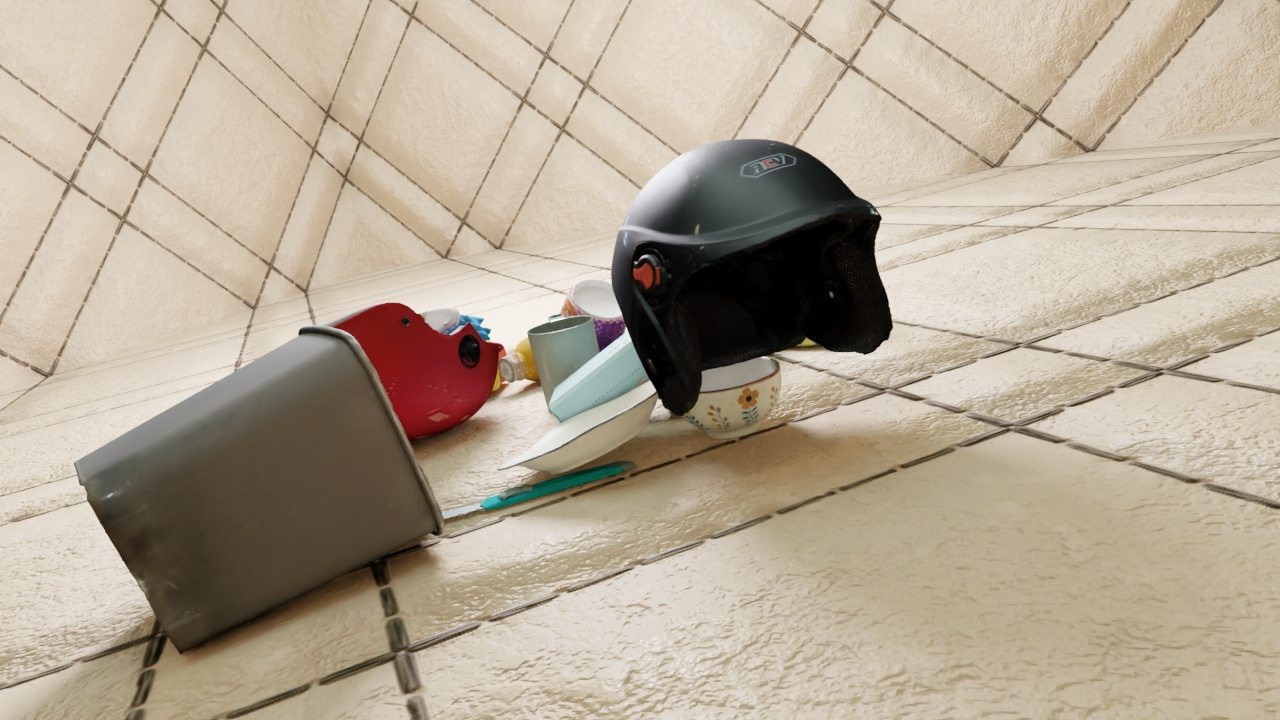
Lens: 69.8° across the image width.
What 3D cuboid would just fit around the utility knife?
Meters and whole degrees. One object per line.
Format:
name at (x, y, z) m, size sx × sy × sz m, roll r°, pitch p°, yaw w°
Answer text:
utility knife at (-0.111, 0.125, 0.859) m, size 0.221 × 0.013 × 0.029 m, roll -15°, pitch 14°, yaw -10°

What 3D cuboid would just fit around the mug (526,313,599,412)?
mug at (-0.091, 0.000, 1.156) m, size 0.083 × 0.103 × 0.124 m, roll -14°, pitch 13°, yaw -6°

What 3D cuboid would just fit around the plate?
plate at (-0.047, 0.071, 0.906) m, size 0.164 × 0.034 × 0.164 m, roll -26°, pitch 4°, yaw 24°

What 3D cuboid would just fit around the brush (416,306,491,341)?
brush at (-0.362, -0.015, 1.257) m, size 0.315 × 0.060 × 0.109 m, roll -17°, pitch -26°, yaw 24°

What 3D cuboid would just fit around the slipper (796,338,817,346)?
slipper at (0.200, -0.063, 1.213) m, size 0.191 × 0.081 × 0.091 m, roll -4°, pitch 18°, yaw 41°

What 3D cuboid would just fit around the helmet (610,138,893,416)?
helmet at (0.089, -0.089, 0.834) m, size 0.233 × 0.230 × 0.275 m, roll -18°, pitch -24°, yaw -24°

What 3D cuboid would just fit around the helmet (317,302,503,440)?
helmet at (-0.281, 0.030, 1.117) m, size 0.207 × 0.143 × 0.239 m, roll -11°, pitch -19°, yaw 40°

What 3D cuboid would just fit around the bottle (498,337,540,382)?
bottle at (-0.118, -0.015, 1.313) m, size 0.189 × 0.068 × 0.068 m, roll -24°, pitch 18°, yaw -40°

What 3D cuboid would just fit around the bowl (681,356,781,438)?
bowl at (0.088, 0.041, 0.923) m, size 0.113 × 0.062 × 0.113 m, roll -10°, pitch 14°, yaw 2°

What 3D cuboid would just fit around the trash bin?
trash bin at (-0.316, 0.105, 0.763) m, size 0.219 × 0.199 × 0.199 m, roll -31°, pitch 20°, yaw -28°

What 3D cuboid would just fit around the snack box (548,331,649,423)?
snack box at (-0.021, 0.009, 1.026) m, size 0.175 × 0.051 × 0.074 m, roll -37°, pitch 10°, yaw 10°

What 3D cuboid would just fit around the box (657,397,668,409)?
box at (0.052, 0.027, 1.068) m, size 0.075 × 0.081 × 0.163 m, roll -40°, pitch 13°, yaw 8°

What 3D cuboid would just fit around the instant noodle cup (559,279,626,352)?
instant noodle cup at (-0.067, -0.049, 1.242) m, size 0.111 × 0.099 × 0.111 m, roll 11°, pitch 42°, yaw -10°

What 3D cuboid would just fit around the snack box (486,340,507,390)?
snack box at (-0.236, 0.008, 1.306) m, size 0.091 × 0.082 × 0.080 m, roll -10°, pitch 4°, yaw 14°
